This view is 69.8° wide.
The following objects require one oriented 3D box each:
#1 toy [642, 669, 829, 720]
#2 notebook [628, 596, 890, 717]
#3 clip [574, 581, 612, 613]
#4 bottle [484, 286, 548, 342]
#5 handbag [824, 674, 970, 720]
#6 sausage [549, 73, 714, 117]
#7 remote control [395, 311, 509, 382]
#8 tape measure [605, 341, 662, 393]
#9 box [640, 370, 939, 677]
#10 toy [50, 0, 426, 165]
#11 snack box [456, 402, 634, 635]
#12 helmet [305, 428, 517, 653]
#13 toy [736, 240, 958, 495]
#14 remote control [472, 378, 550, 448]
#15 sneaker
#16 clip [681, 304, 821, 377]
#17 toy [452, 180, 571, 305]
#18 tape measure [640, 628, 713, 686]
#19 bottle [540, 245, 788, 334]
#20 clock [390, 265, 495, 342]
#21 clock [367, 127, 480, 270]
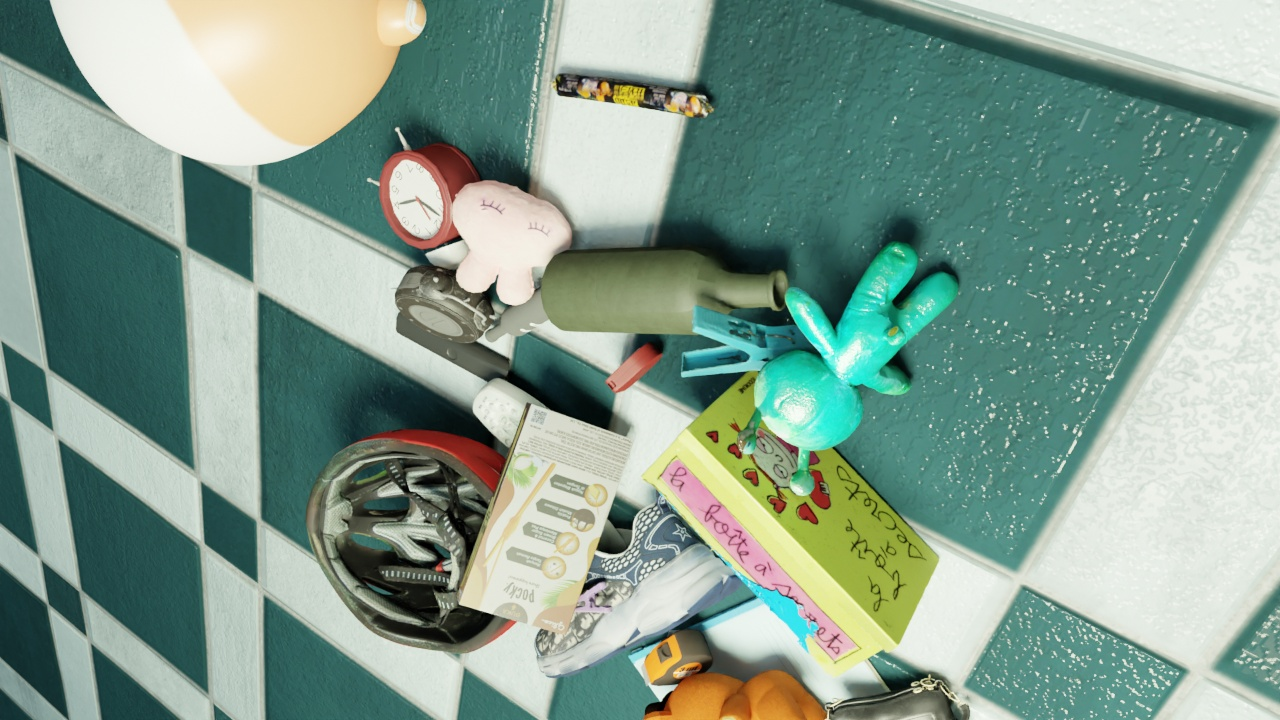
[{"bbox_3d":[0.083,0.329,0.848,0.176,0.112,0.096,-2,68,35],"label":"toy"},{"bbox_3d":[0.119,0.322,0.889,0.254,0.009,0.181,-38,87,39],"label":"notebook"},{"bbox_3d":[-0.046,0.219,0.848,0.051,0.014,0.045,9,96,40],"label":"clip"},{"bbox_3d":[-0.108,-0.042,0.861,0.113,0.030,0.030,-26,95,38],"label":"bottle"},{"bbox_3d":[0.218,0.316,0.780,0.129,0.054,0.079,-21,94,17],"label":"handbag"},{"bbox_3d":[-0.009,-0.211,0.726,0.155,0.020,0.020,17,119,27],"label":"sausage"},{"bbox_3d":[-0.191,-0.012,0.939,0.147,0.015,0.033,26,123,21],"label":"remote control"},{"bbox_3d":[-0.005,0.005,0.804,0.051,0.059,0.019,-42,84,8],"label":"tape measure"},{"bbox_3d":[0.122,0.125,0.728,0.221,0.124,0.080,46,130,10],"label":"box"},{"bbox_3d":[-0.321,-0.300,0.752,0.281,0.265,0.262,-15,87,8],"label":"toy"},{"bbox_3d":[-0.086,0.143,0.835,0.101,0.032,0.186,21,85,-14],"label":"snack box"},{"bbox_3d":[-0.212,0.175,0.937,0.272,0.166,0.217,11,101,19],"label":"helmet"},{"bbox_3d":[0.146,0.005,0.659,0.130,0.072,0.194,32,106,-19],"label":"toy"},{"bbox_3d":[-0.113,0.064,0.902,0.114,0.028,0.060,40,129,-2],"label":"remote control"},{"bbox_3d":[-0.029,0.216,0.899,0.270,0.103,0.132,-40,72,38],"label":"sneaker"},{"bbox_3d":[0.093,-0.015,0.701,0.120,0.027,0.103,6,152,-5],"label":"clip"},{"bbox_3d":[-0.118,-0.101,0.809,0.108,0.053,0.105,17,115,-9],"label":"toy"},{"bbox_3d":[0.037,0.282,0.882,0.038,0.058,0.059,-112,33,-42],"label":"tape measure"},{"bbox_3d":[0.018,-0.057,0.745,0.207,0.071,0.071,2,112,33],"label":"bottle"},{"bbox_3d":[-0.183,-0.057,0.872,0.091,0.043,0.123,35,155,-30],"label":"clock"},{"bbox_3d":[-0.188,-0.145,0.856,0.137,0.048,0.096,50,129,6],"label":"clock"}]
